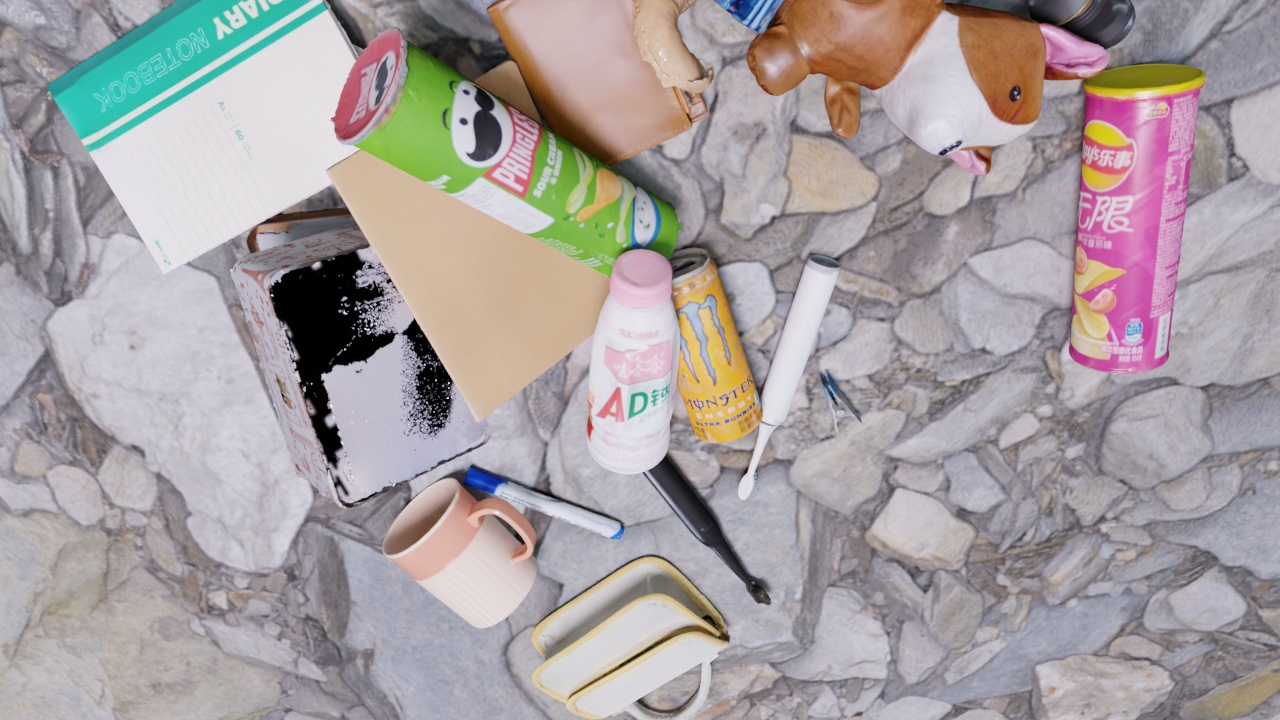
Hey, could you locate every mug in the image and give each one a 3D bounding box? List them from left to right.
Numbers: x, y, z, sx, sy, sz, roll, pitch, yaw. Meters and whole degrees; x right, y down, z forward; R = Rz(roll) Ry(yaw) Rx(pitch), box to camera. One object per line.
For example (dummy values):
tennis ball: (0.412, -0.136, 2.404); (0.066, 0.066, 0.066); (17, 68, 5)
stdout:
mug: (-0.138, 0.157, 0.770); (0.115, 0.081, 0.106); (-29, 116, 26)

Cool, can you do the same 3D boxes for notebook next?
notebook: (-0.286, -0.169, 0.630); (0.209, 0.012, 0.150); (-25, 104, 13)
notebook: (-0.102, -0.078, 0.636); (0.147, 0.008, 0.208); (-39, 125, -21)

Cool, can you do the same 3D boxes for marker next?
marker: (-0.082, 0.125, 0.794); (0.145, 0.016, 0.017); (23, 114, -11)

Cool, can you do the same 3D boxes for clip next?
clip: (0.159, 0.035, 0.749); (0.028, 0.024, 0.057); (-23, 121, 15)

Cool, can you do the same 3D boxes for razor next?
razor: (0.260, -0.275, 0.581); (0.067, 0.062, 0.167); (-39, 108, -16)

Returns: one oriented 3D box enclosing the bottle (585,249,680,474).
bottle: (-0.004, 0.004, 0.670); (0.068, 0.068, 0.197); (3, 139, -3)

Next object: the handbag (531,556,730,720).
handbag: (0.006, 0.285, 0.856); (0.164, 0.063, 0.178); (-37, 115, 18)

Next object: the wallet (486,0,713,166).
wallet: (-0.021, -0.203, 0.618); (0.119, 0.035, 0.131); (-23, 117, 11)

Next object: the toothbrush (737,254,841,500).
toothbrush: (0.113, 0.021, 0.738); (0.027, 0.026, 0.221); (29, 119, 27)

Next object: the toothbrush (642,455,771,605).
toothbrush: (0.055, 0.144, 0.800); (0.026, 0.027, 0.212); (-47, 114, -21)

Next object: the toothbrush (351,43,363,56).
toothbrush: (-0.152, -0.188, 0.633); (0.191, 0.018, 0.016); (22, 113, -12)

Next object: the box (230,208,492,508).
box: (-0.213, -0.019, 0.682); (0.150, 0.168, 0.182); (-25, 118, -36)

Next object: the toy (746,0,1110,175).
toy: (0.179, -0.190, 0.583); (0.199, 0.130, 0.140); (20, 150, -21)

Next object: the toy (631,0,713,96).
toy: (-0.007, -0.252, 0.514); (0.226, 0.143, 0.083); (54, 152, 13)

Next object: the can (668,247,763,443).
can: (0.048, -0.009, 0.704); (0.058, 0.058, 0.146); (-17, 116, 8)

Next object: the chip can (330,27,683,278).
chip can: (-0.074, -0.118, 0.591); (0.235, 0.072, 0.072); (24, 117, -41)

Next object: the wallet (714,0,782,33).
wallet: (0.082, -0.275, 0.549); (0.040, 0.106, 0.133); (18, 119, -39)

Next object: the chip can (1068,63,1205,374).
chip can: (0.349, -0.097, 0.656); (0.071, 0.071, 0.211); (-8, 117, 3)
